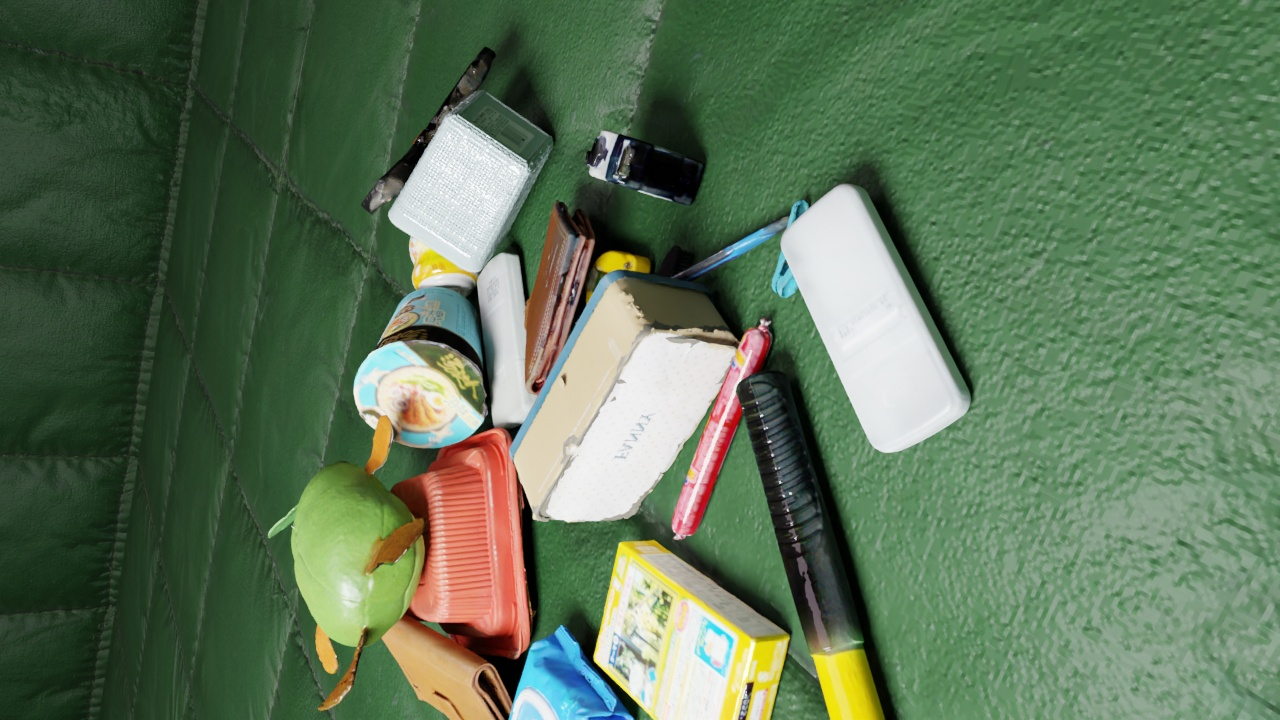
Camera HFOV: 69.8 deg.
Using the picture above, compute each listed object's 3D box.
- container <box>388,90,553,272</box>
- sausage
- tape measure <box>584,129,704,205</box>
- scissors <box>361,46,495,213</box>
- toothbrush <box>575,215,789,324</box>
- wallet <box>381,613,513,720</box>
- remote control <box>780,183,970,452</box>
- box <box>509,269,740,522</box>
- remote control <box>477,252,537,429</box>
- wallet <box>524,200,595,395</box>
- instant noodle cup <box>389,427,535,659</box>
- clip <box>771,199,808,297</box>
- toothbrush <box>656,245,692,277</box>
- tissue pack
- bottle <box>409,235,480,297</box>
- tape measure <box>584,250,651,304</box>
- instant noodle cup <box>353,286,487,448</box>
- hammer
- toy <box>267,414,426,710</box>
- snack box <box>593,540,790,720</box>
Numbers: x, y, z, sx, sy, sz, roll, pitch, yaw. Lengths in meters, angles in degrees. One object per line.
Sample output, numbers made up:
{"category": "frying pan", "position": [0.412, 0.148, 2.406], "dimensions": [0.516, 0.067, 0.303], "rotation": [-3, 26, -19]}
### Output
{"category": "container", "position": [-0.137, -0.152, 0.764], "dimensions": [0.112, 0.090, 0.090], "rotation": [-52, 9, 34]}
{"category": "sausage", "position": [0.048, 0.044, 0.558], "dimensions": [0.020, 0.020, 0.156], "rotation": [41, 118, 49]}
{"category": "tape measure", "position": [-0.001, -0.129, 0.608], "dimensions": [0.066, 0.065, 0.033], "rotation": [31, 106, 49]}
{"category": "scissors", "position": [-0.197, -0.202, 0.848], "dimensions": [0.235, 0.021, 0.220], "rotation": [-37, 22, 42]}
{"category": "toothbrush", "position": [0.022, -0.052, 0.589], "dimensions": [0.190, 0.014, 0.016], "rotation": [-26, 64, 39]}
{"category": "wallet", "position": [-0.153, 0.260, 0.742], "dimensions": [0.132, 0.031, 0.108], "rotation": [13, 132, 40]}
{"category": "remote control", "position": [0.116, -0.023, 0.463], "dimensions": [0.056, 0.020, 0.136], "rotation": [-40, 60, 39]}
{"category": "box", "position": [-0.010, 0.024, 0.584], "dimensions": [0.185, 0.089, 0.061], "rotation": [-59, 42, 27]}
{"category": "remote control", "position": [-0.114, -0.018, 0.788], "dimensions": [0.058, 0.021, 0.150], "rotation": [-33, 59, 49]}
{"category": "wallet", "position": [-0.063, -0.048, 0.680], "dimensions": [0.101, 0.032, 0.125], "rotation": [-110, 34, -67]}
{"category": "instant noodle cup", "position": [-0.158, 0.158, 0.778], "dimensions": [0.165, 0.079, 0.188], "rotation": [-24, 71, 55]}
{"category": "clip", "position": [0.090, -0.061, 0.519], "dimensions": [0.034, 0.013, 0.054], "rotation": [42, 119, 49]}
{"category": "toothbrush", "position": [-0.004, 0.004, 0.644], "dimensions": [0.014, 0.017, 0.190], "rotation": [51, 129, 44]}
{"category": "tissue pack", "position": [-0.058, 0.277, 0.644], "dimensions": [0.095, 0.052, 0.157], "rotation": [31, 111, 52]}
{"category": "bottle", "position": [-0.187, -0.111, 0.868], "dimensions": [0.063, 0.063, 0.108], "rotation": [-35, 58, 47]}
{"category": "tape measure", "position": [-0.019, -0.050, 0.655], "dimensions": [0.057, 0.028, 0.060], "rotation": [26, 106, 53]}
{"category": "instant noodle cup", "position": [-0.185, -0.003, 0.803], "dimensions": [0.120, 0.111, 0.111], "rotation": [-98, 32, -55]}
{"category": "hammer", "position": [0.100, 0.145, 0.461], "dimensions": [0.129, 0.032, 0.300], "rotation": [-39, 55, 44]}
{"category": "toy", "position": [-0.228, 0.152, 0.732], "dimensions": [0.247, 0.090, 0.227], "rotation": [32, 104, 58]}
{"category": "snack box", "position": [0.026, 0.176, 0.560], "dimensions": [0.140, 0.033, 0.087], "rotation": [22, 103, 52]}
